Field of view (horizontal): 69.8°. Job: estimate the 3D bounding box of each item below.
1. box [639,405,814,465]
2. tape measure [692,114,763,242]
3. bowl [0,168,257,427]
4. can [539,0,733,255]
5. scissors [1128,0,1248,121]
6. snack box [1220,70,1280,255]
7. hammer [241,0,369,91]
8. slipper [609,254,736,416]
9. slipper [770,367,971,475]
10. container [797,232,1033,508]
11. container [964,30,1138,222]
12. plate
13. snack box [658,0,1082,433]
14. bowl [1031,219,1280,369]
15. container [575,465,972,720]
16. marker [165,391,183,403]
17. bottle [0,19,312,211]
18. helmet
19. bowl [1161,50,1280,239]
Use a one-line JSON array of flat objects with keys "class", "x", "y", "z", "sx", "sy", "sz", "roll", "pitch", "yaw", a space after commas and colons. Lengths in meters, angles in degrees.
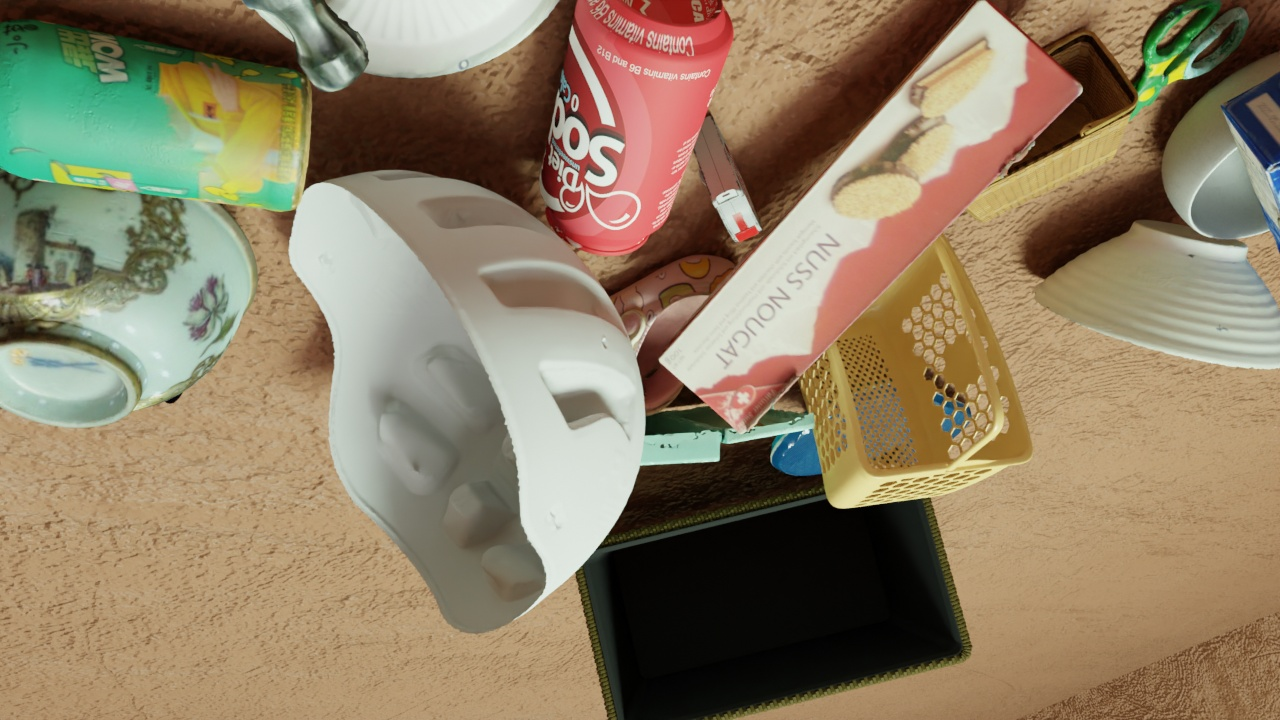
[{"class": "box", "x": 0.034, "y": 0.049, "z": 0.690, "sx": 0.136, "sy": 0.033, "sz": 0.187, "roll": -2, "pitch": -178, "yaw": -12}, {"class": "tape measure", "x": 0.049, "y": -0.102, "z": 0.535, "sx": 0.020, "sy": 0.060, "sz": 0.062, "roll": -23, "pitch": 149, "yaw": 13}, {"class": "bowl", "x": -0.291, "y": -0.023, "z": 0.477, "sx": 0.160, "sy": 0.093, "sz": 0.160, "roll": -4, "pitch": 142, "yaw": -3}, {"class": "can", "x": -0.007, "y": -0.125, "z": 0.468, "sx": 0.074, "sy": 0.074, "sz": 0.143, "roll": -1, "pitch": 144, "yaw": -19}, {"class": "scissors", "x": 0.322, "y": -0.170, "z": 0.580, "sx": 0.070, "sy": 0.014, "sz": 0.131, "roll": 2, "pitch": 142, "yaw": -23}, {"class": "snack box", "x": 0.417, "y": -0.097, "z": 0.561, "sx": 0.059, "sy": 0.059, "sz": 0.226, "roll": -31, "pitch": 142, "yaw": 30}, {"class": "hammer", "x": -0.014, "y": -0.224, "z": 0.344, "sx": 0.333, "sy": 0.033, "sz": 0.133, "roll": -24, "pitch": 143, "yaw": 4}, {"class": "slipper", "x": -0.004, "y": 0.004, "z": 0.652, "sx": 0.198, "sy": 0.081, "sz": 0.093, "roll": -31, "pitch": 144, "yaw": 19}, {"class": "slipper", "x": 0.209, "y": 0.047, "z": 0.814, "sx": 0.118, "sy": 0.060, "sz": 0.294, "roll": -43, "pitch": 150, "yaw": 28}, {"class": "container", "x": 0.175, "y": -0.007, "z": 0.610, "sx": 0.129, "sy": 0.183, "sz": 0.167, "roll": -5, "pitch": 152, "yaw": -13}, {"class": "container", "x": 0.233, "y": -0.135, "z": 0.558, "sx": 0.114, "sy": 0.063, "sz": 0.061, "roll": -27, "pitch": 151, "yaw": 18}, {"class": "plate", "x": -0.102, "y": -0.190, "z": 0.393, "sx": 0.157, "sy": 0.014, "sz": 0.157, "roll": -10, "pitch": 146, "yaw": -7}, {"class": "snack box", "x": 0.123, "y": -0.074, "z": 0.536, "sx": 0.076, "sy": 0.044, "sz": 0.274, "roll": 42, "pitch": 113, "yaw": 0}, {"class": "bowl", "x": 0.387, "y": -0.059, "z": 0.666, "sx": 0.177, "sy": 0.177, "sz": 0.071, "roll": 1, "pitch": 112, "yaw": -21}, {"class": "container", "x": 0.114, "y": 0.225, "z": 0.899, "sx": 0.321, "sy": 0.176, "sz": 0.205, "roll": -13, "pitch": 172, "yaw": -1}, {"class": "marker", "x": -0.289, "y": -0.011, "z": 0.581, "sx": 0.018, "sy": 0.015, "sz": 0.134, "roll": -10, "pitch": 151, "yaw": -42}, {"class": "bottle", "x": -0.257, "y": -0.112, "z": 0.401, "sx": 0.209, "sy": 0.068, "sz": 0.068, "roll": 4, "pitch": 142, "yaw": -25}, {"class": "helmet", "x": -0.101, "y": 0.015, "z": 0.517, "sx": 0.183, "sy": 0.224, "sz": 0.283, "roll": -44, "pitch": 149, "yaw": -19}, {"class": "bowl", "x": 0.406, "y": -0.147, "z": 0.596, "sx": 0.131, "sy": 0.064, "sz": 0.132, "roll": -10, "pitch": 146, "yaw": -7}]
